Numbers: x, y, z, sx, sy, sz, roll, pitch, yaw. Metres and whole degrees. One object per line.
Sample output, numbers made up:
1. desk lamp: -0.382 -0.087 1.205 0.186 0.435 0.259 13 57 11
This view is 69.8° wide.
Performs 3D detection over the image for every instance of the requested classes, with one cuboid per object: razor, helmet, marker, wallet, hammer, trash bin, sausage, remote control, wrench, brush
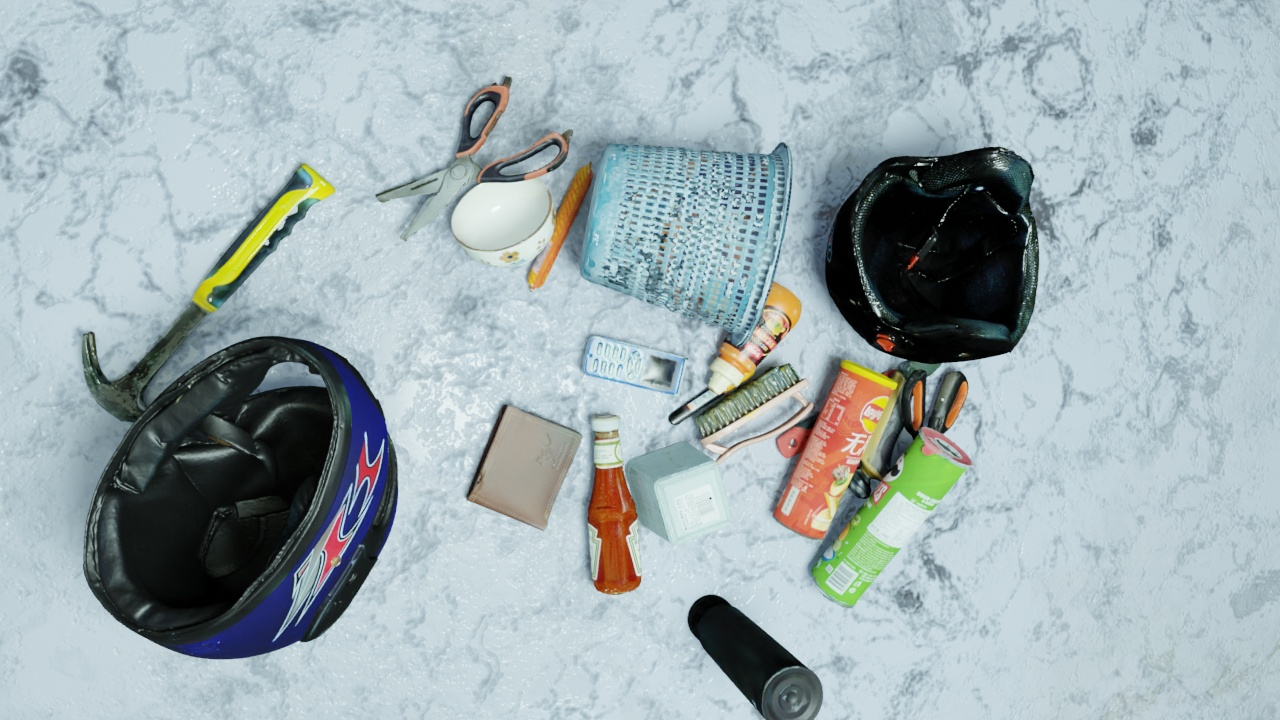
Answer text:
1. razor: 0.298 0.093 1.154 0.068 0.062 0.167 23 92 18
2. helmet: 0.327 -0.111 1.060 0.274 0.231 0.233 18 75 -17
3. marker: 0.087 0.041 1.117 0.123 0.015 0.018 -33 79 -9
4. wallet: -0.132 0.122 1.055 0.101 0.032 0.124 23 89 -18
5. helmet: -0.350 0.129 0.882 0.247 0.240 0.315 39 92 12
6. hammer: -0.444 -0.075 0.953 0.126 0.032 0.323 40 84 -15
7. trash bin: 0.041 -0.145 1.002 0.195 0.226 0.226 12 91 -3
8. sausage: -0.091 -0.153 1.049 0.021 0.021 0.165 26 87 -16
9. remote control: -0.006 0.006 1.083 0.125 0.024 0.049 14 90 -15
10. wrench: 0.288 0.044 1.170 0.273 0.016 0.056 -33 105 -11
11. brush: 0.136 0.065 1.106 0.145 0.063 0.073 -31 91 -10

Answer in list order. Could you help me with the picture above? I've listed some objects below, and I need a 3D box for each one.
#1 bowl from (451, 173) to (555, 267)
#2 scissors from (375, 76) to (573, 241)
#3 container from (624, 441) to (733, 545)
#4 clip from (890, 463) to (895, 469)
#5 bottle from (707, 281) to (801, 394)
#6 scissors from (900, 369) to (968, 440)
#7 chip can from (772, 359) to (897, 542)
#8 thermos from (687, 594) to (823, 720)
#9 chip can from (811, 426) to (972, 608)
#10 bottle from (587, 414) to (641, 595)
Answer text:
1. bowl: -0.144 -0.143 1.004 0.113 0.113 0.062 -33 144 -11
2. scissors: -0.179 -0.216 0.999 0.189 0.015 0.226 15 78 8
3. container: 0.046 0.155 1.063 0.090 0.111 0.090 -18 99 -13
4. clip: 0.347 0.134 1.196 0.038 0.013 0.055 38 85 -15
5. bottle: 0.130 -0.022 1.097 0.066 0.067 0.149 38 85 -15
6. scissors: 0.357 0.101 1.165 0.220 0.022 0.229 -51 133 -21
7. chip can: 0.235 0.110 1.116 0.073 0.073 0.217 22 97 -16
8. thermos: 0.129 0.335 1.032 0.090 0.243 0.068 37 84 -14
9. chip can: 0.299 0.192 1.109 0.072 0.072 0.236 26 111 -16
10. bottle: -0.033 0.166 1.070 0.059 0.060 0.206 -5 95 -15
